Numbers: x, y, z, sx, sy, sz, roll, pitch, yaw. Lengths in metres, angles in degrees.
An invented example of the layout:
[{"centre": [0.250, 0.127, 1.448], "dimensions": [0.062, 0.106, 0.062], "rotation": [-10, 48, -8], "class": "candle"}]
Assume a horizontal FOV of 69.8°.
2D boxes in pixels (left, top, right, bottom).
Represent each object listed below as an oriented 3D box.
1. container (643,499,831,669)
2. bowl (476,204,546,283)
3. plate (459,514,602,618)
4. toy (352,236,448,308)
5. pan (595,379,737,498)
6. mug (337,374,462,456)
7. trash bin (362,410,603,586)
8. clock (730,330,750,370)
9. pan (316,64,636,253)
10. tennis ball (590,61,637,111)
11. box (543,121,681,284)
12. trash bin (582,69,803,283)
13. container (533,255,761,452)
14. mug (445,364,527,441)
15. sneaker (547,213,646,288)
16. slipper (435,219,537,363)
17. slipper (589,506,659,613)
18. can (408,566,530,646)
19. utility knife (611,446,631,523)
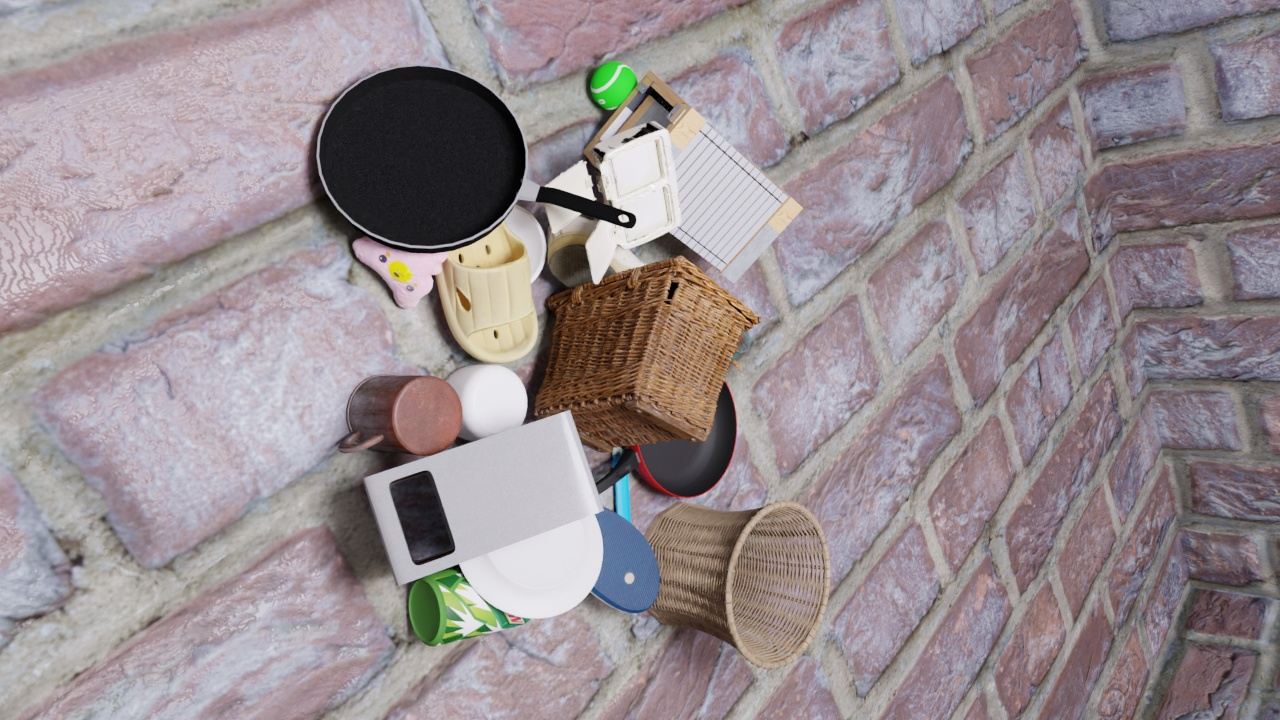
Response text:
[{"centre": [0.129, 0.307, 1.322], "dimensions": [0.226, 0.197, 0.227], "rotation": [1, 89, -43], "class": "container"}, {"centre": [-0.176, -0.140, 1.143], "dimensions": [0.109, 0.041, 0.110], "rotation": [-3, 96, -32], "class": "bowl"}, {"centre": [-0.129, 0.213, 1.104], "dimensions": [0.188, 0.016, 0.188], "rotation": [14, 55, -21], "class": "plate"}, {"centre": [-0.264, -0.112, 1.040], "dimensions": [0.102, 0.093, 0.050], "rotation": [56, 21, -32], "class": "toy"}, {"centre": [0.012, 0.122, 1.299], "dimensions": [0.355, 0.067, 0.209], "rotation": [-28, 105, -40], "class": "pan"}, {"centre": [-0.272, 0.068, 1.011], "dimensions": [0.122, 0.110, 0.096], "rotation": [-41, 111, -36], "class": "mug"}, {"centre": [-0.174, 0.150, 1.014], "dimensions": [0.228, 0.115, 0.114], "rotation": [-18, 86, -16], "class": "trash bin"}, {"centre": [0.099, -0.061, 1.360], "dimensions": [0.121, 0.073, 0.157], "rotation": [14, 44, -44], "class": "clock"}, {"centre": [-0.176, -0.204, 1.023], "dimensions": [0.356, 0.034, 0.225], "rotation": [17, 71, -5], "class": "pan"}, {"centre": [-0.036, -0.378, 1.264], "dimensions": [0.065, 0.065, 0.065], "rotation": [1, 89, -43], "class": "tennis ball"}, {"centre": [-0.026, -0.191, 1.118], "dimensions": [0.185, 0.066, 0.145], "rotation": [-44, 139, -29], "class": "box"}, {"centre": [0.073, -0.251, 1.273], "dimensions": [0.246, 0.142, 0.143], "rotation": [31, 108, -39], "class": "trash bin"}, {"centre": [-0.007, 0.007, 1.146], "dimensions": [0.162, 0.251, 0.182], "rotation": [31, 61, -36], "class": "container"}, {"centre": [-0.189, 0.063, 1.114], "dimensions": [0.094, 0.068, 0.115], "rotation": [-11, 97, -43], "class": "mug"}, {"centre": [-0.050, -0.135, 1.247], "dimensions": [0.241, 0.089, 0.102], "rotation": [29, 36, -53], "class": "sneaker"}, {"centre": [-0.184, -0.116, 1.070], "dimensions": [0.111, 0.079, 0.261], "rotation": [-22, 105, -26], "class": "slipper"}, {"centre": [-0.094, 0.237, 1.212], "dimensions": [0.294, 0.060, 0.118], "rotation": [33, 61, -24], "class": "slipper"}, {"centre": [-0.195, 0.286, 1.096], "dimensions": [0.143, 0.083, 0.083], "rotation": [0, 90, -43], "class": "can"}, {"centre": [-0.026, 0.218, 1.301], "dimensions": [0.031, 0.015, 0.196], "rotation": [0, 85, -43], "class": "utility knife"}]
